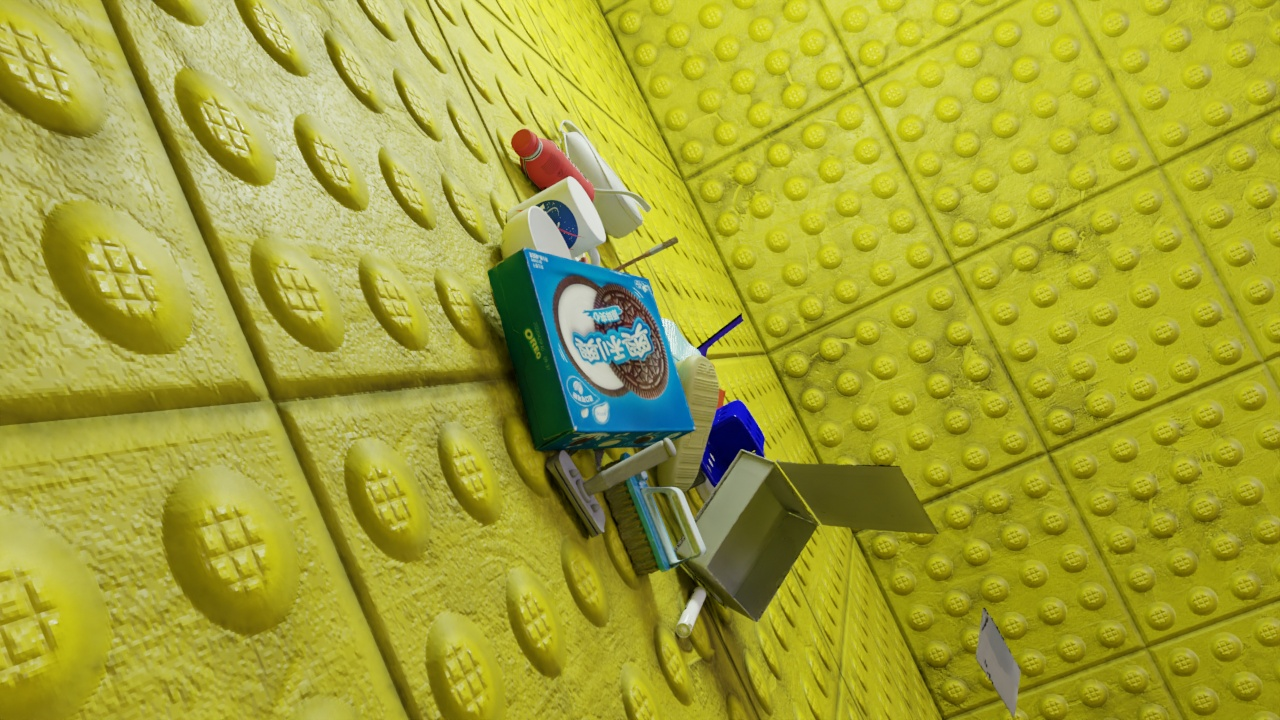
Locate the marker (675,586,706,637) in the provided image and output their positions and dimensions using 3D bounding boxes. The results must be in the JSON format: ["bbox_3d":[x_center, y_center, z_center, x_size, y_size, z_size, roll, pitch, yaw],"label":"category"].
[{"bbox_3d":[0.062,0.290,1.071,0.017,0.020,0.133,54,13,3],"label":"marker"}]

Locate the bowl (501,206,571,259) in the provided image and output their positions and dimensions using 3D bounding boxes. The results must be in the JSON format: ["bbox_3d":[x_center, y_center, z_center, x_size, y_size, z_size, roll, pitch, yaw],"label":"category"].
[{"bbox_3d":[-0.123,-0.120,1.060,0.105,0.054,0.104,54,22,-35],"label":"bowl"}]

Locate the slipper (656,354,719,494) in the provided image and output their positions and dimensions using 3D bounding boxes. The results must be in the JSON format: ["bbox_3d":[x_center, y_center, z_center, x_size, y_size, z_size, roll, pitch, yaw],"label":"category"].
[{"bbox_3d":[0.047,0.083,1.225,0.091,0.082,0.190,6,96,-54],"label":"slipper"}]

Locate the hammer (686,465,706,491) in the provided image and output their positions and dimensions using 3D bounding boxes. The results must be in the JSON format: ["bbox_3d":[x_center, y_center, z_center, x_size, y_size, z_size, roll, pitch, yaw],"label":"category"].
[{"bbox_3d":[-0.001,0.029,1.293,0.322,0.044,0.098,59,14,-10],"label":"hammer"}]

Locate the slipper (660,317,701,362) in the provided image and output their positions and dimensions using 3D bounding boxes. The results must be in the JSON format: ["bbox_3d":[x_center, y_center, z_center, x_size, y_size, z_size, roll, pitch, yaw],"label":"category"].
[{"bbox_3d":[0.036,-0.024,1.369,0.116,0.069,0.276,49,7,-34],"label":"slipper"}]

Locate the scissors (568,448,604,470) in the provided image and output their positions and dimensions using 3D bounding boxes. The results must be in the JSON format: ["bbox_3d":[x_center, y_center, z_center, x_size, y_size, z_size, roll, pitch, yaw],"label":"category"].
[{"bbox_3d":[-0.065,0.039,1.030,0.154,0.015,0.208,43,30,-3],"label":"scissors"}]

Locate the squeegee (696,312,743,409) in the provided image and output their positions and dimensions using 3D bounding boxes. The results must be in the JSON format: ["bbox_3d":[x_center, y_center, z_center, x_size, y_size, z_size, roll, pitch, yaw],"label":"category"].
[{"bbox_3d":[0.102,0.061,1.405,0.055,0.250,0.184,-5,72,-28],"label":"squeegee"}]

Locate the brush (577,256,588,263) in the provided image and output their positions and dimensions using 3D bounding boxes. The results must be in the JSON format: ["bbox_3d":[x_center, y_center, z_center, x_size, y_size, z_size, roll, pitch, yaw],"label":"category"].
[{"bbox_3d":[-0.082,-0.092,1.214,0.030,0.041,0.172,35,26,-30],"label":"brush"}]

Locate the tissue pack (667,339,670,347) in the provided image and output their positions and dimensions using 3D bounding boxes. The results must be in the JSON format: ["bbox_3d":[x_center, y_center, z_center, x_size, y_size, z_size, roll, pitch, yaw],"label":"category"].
[{"bbox_3d":[-0.007,0.007,1.185,0.062,0.093,0.144,53,17,-30],"label":"tissue pack"}]

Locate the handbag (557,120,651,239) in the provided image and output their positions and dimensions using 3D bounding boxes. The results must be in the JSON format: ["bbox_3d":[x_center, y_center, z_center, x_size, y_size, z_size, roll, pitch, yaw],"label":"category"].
[{"bbox_3d":[-0.080,-0.332,1.565,0.222,0.096,0.215,63,10,20],"label":"handbag"}]

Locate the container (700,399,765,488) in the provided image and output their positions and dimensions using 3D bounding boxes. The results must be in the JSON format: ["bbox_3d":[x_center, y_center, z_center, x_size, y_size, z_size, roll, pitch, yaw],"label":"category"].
[{"bbox_3d":[0.126,0.116,1.305,0.085,0.084,0.113,59,13,-5],"label":"container"}]

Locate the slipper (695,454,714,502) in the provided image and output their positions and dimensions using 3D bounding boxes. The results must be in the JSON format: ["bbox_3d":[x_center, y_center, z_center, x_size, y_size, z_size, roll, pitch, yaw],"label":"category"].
[{"bbox_3d":[0.117,0.138,1.488,0.246,0.074,0.112,-93,169,-64],"label":"slipper"}]

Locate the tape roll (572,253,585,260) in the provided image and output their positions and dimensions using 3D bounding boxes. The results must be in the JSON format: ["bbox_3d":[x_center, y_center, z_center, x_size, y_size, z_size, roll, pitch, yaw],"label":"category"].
[{"bbox_3d":[-0.108,-0.177,1.321,0.093,0.013,0.093,58,14,-24],"label":"tape roll"}]

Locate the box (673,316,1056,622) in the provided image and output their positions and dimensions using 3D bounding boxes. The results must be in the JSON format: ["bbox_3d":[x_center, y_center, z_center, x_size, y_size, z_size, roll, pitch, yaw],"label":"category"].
[{"bbox_3d":[0.285,0.145,1.146,0.167,0.507,0.148,51,14,-40],"label":"box"}]

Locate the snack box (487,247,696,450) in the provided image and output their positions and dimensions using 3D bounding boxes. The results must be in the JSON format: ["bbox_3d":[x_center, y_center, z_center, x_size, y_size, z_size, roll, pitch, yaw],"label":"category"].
[{"bbox_3d":[-0.046,-0.005,0.984,0.238,0.056,0.195,6,63,-57],"label":"snack box"}]

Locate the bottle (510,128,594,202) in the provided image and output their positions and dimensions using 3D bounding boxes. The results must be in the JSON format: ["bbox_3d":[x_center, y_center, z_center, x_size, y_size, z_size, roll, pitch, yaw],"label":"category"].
[{"bbox_3d":[-0.128,-0.273,1.317,0.176,0.062,0.062,39,28,-61],"label":"bottle"}]

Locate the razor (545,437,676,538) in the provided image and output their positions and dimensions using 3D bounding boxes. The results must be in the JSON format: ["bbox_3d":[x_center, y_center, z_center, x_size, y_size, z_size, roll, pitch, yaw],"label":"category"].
[{"bbox_3d":[-0.020,0.109,0.890,0.088,0.116,0.047,60,9,-16],"label":"razor"}]

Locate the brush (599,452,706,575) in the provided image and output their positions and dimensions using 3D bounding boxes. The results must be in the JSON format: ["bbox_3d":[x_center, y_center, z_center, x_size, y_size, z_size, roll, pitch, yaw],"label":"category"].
[{"bbox_3d":[0.012,0.162,1.001,0.135,0.075,0.055,67,13,12],"label":"brush"}]

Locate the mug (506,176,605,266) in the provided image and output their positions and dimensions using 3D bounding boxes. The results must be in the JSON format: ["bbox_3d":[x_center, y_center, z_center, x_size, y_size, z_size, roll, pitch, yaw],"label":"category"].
[{"bbox_3d":[-0.097,-0.154,1.147,0.121,0.090,0.091,62,13,-8],"label":"mug"}]

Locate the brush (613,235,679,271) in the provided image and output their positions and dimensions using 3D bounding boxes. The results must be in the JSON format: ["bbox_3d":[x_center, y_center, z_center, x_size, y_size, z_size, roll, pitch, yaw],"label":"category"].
[{"bbox_3d":[-0.009,-0.148,1.361,0.008,0.143,0.045,62,5,-11],"label":"brush"}]
